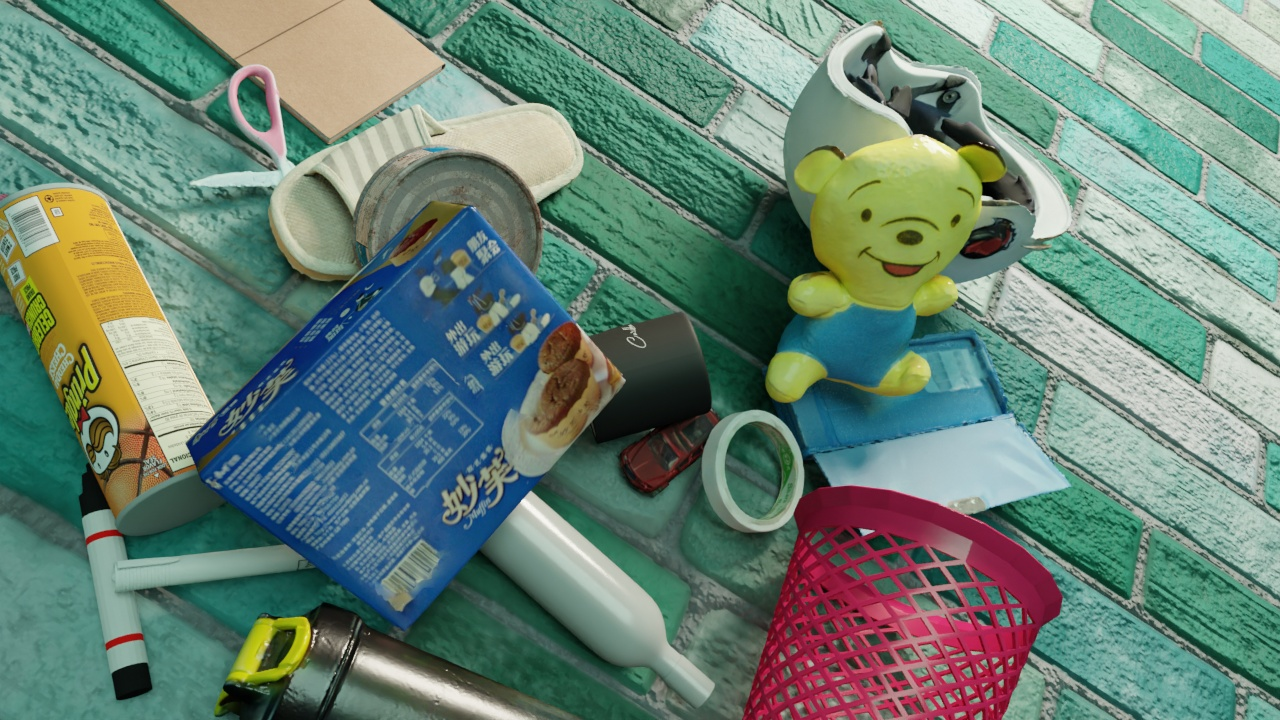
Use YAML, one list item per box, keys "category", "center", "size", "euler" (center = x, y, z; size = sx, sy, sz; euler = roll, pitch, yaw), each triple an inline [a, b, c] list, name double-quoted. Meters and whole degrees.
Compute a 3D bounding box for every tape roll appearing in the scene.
- category: "tape roll"
  center: [0.087, 0.085, 0.704]
  size: [0.093, 0.018, 0.093]
  euler: [9, 75, -37]

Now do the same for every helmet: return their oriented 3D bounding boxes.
- category: "helmet"
  center: [0.246, -0.161, 0.838]
  size: [0.263, 0.164, 0.236]
  euler: [21, 44, -20]

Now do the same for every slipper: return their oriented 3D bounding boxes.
- category: "slipper"
  center: [-0.156, -0.144, 0.724]
  size: [0.271, 0.054, 0.114]
  euler: [-30, 85, -33]

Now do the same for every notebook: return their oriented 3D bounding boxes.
- category: "notebook"
  center: [-0.292, -0.286, 0.781]
  size: [0.209, 0.008, 0.141]
  euler: [40, 55, 2]

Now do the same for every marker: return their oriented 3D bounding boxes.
- category: "marker"
  center: [-0.244, 0.122, 0.555]
  size: [0.133, 0.020, 0.017]
  euler: [0, 39, -33]
- category: "marker"
  center: [-0.311, 0.124, 0.539]
  size: [0.019, 0.019, 0.145]
  euler: [-13, 68, -28]

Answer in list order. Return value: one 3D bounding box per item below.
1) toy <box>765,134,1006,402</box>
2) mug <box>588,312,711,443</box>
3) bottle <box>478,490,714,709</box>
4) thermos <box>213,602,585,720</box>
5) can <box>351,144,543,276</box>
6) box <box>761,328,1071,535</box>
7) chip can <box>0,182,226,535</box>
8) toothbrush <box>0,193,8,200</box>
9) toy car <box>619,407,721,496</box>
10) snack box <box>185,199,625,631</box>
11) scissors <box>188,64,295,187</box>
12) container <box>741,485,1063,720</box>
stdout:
- category: "toy"
  center: [0.177, -0.072, 0.705]
  size: [0.149, 0.214, 0.084]
  euler: [2, 26, -15]
- category: "mug"
  center: [-0.004, 0.004, 0.692]
  size: [0.088, 0.078, 0.113]
  euler: [-15, 30, -6]
- category: "bottle"
  center: [-0.031, 0.159, 0.613]
  size: [0.195, 0.053, 0.052]
  euler: [41, 55, 3]
- category: "thermos"
  center: [-0.125, 0.211, 0.524]
  size: [0.220, 0.098, 0.098]
  euler: [26, 56, -12]
- category: "can"
  center: [-0.138, -0.089, 0.665]
  size: [0.129, 0.044, 0.130]
  euler: [-11, 112, -30]
- category: "box"
  center: [0.233, 0.060, 0.782]
  size: [0.231, 0.048, 0.176]
  euler: [-6, 57, -25]
- category: "chip can"
  center: [-0.327, -0.003, 0.569]
  size: [0.075, 0.075, 0.215]
  euler: [-25, 74, -31]
- category: "toothbrush"
  center: [-0.450, -0.035, 0.573]
  size: [0.016, 0.016, 0.189]
  euler: [21, 57, -5]
- category: "toy car"
  center: [0.025, 0.066, 0.702]
  size: [0.091, 0.036, 0.042]
  euler: [-34, 80, -27]
- category: "snack box"
  center: [-0.132, 0.030, 0.548]
  size: [0.202, 0.069, 0.155]
  euler: [-49, 120, -13]
- category: "scissors"
  center: [-0.257, -0.154, 0.709]
  size: [0.172, 0.013, 0.170]
  euler: [-7, 72, -31]
- category: "container"
  center: [0.145, 0.225, 0.587]
  size: [0.183, 0.184, 0.225]
  euler: [32, 63, -3]
